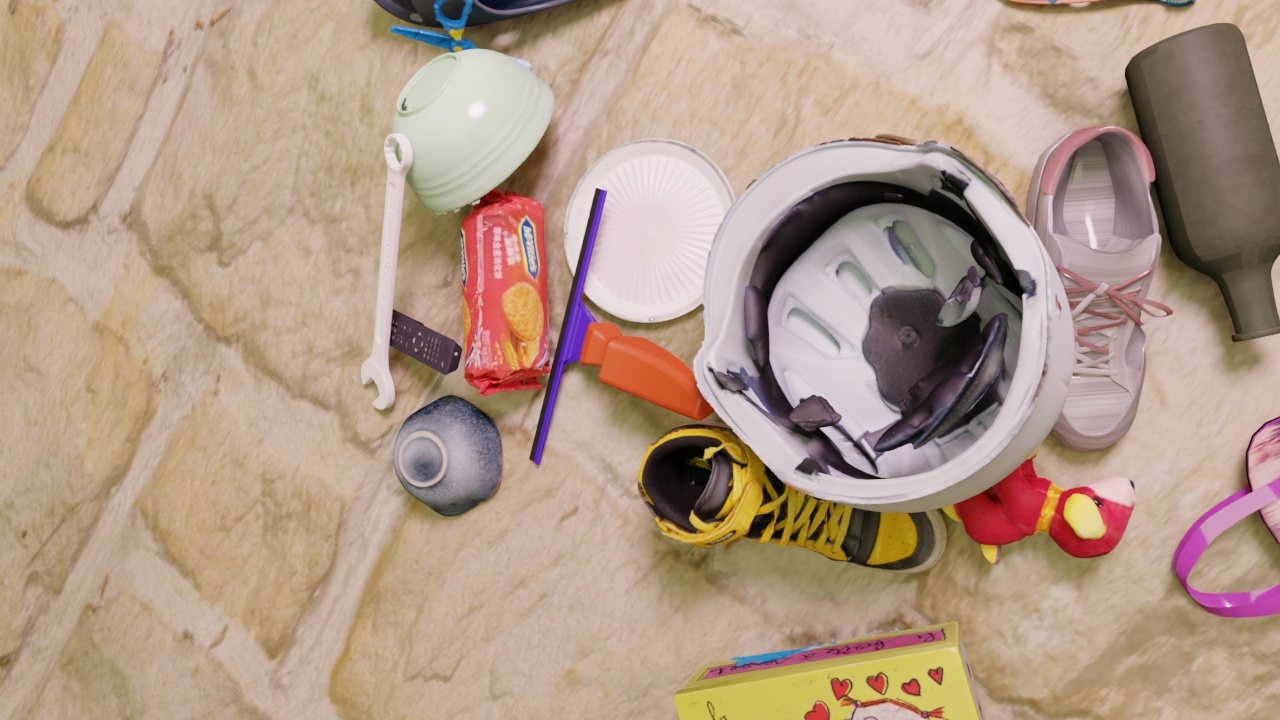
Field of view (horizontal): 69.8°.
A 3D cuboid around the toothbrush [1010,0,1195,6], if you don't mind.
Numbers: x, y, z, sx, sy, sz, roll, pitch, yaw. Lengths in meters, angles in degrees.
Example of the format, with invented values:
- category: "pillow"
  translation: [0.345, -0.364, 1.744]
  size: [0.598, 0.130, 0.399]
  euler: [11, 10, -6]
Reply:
- category: "toothbrush"
  translation: [0.330, -0.268, 0.667]
  size: [0.135, 0.017, 0.021]
  euler: [11, 92, 19]

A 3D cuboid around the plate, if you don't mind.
- category: "plate"
  translation: [0.009, -0.110, 0.782]
  size: [0.157, 0.014, 0.157]
  euler: [0, 91, 19]

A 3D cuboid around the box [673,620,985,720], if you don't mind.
- category: "box"
  translation: [0.148, 0.284, 0.702]
  size: [0.221, 0.082, 0.124]
  euler: [-15, 86, 18]

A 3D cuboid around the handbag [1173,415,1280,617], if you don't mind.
- category: "handbag"
  translation: [0.445, 0.113, 0.612]
  size: [0.170, 0.068, 0.144]
  euler: [-39, 78, 22]

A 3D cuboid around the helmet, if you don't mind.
- category: "helmet"
  translation: [0.173, -0.020, 0.645]
  size: [0.237, 0.163, 0.264]
  euler: [-46, 54, 16]

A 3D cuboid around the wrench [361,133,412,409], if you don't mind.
- category: "wrench"
  translation: [-0.222, -0.069, 0.802]
  size: [0.047, 0.009, 0.274]
  euler: [39, 130, 30]

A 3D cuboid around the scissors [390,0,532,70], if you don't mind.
- category: "scissors"
  translation: [-0.153, -0.274, 0.800]
  size: [0.130, 0.126, 0.013]
  euler: [20, 66, -15]

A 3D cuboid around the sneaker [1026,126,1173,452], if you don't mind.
- category: "sneaker"
  translation: [0.312, -0.051, 0.637]
  size: [0.099, 0.089, 0.236]
  euler: [-1, 90, 19]

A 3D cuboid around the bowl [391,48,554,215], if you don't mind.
- category: "bowl"
  translation: [-0.153, -0.205, 0.768]
  size: [0.151, 0.077, 0.150]
  euler: [-23, 45, 25]

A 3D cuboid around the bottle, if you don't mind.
- category: "bottle"
  translation: [0.390, -0.116, 0.619]
  size: [0.071, 0.071, 0.206]
  euler: [-14, 86, 19]

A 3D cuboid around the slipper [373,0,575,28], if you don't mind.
- category: "slipper"
  translation: [-0.121, -0.328, 0.770]
  size: [0.268, 0.111, 0.083]
  euler: [-4, 46, 14]

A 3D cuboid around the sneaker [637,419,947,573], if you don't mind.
- category: "sneaker"
  translation: [0.109, 0.106, 0.693]
  size: [0.239, 0.122, 0.086]
  euler: [15, 97, 20]

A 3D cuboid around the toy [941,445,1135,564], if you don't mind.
- category: "toy"
  translation: [0.277, 0.101, 0.668]
  size: [0.137, 0.067, 0.106]
  euler: [26, 107, 25]

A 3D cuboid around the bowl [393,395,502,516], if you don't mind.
- category: "bowl"
  translation: [-0.183, 0.088, 0.830]
  size: [0.110, 0.055, 0.110]
  euler: [0, 90, 19]

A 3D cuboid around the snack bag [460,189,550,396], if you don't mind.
- category: "snack bag"
  translation: [-0.117, -0.058, 0.795]
  size: [0.082, 0.082, 0.176]
  euler: [-1, 90, 19]

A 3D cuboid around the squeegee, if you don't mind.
- category: "squeegee"
  translation: [-0.004, 0.004, 0.739]
  size: [0.185, 0.055, 0.250]
  euler: [31, 111, 48]

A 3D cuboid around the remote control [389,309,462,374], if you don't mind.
- category: "remote control"
  translation: [-0.199, -0.019, 0.823]
  size: [0.136, 0.015, 0.032]
  euler: [22, 99, 46]
